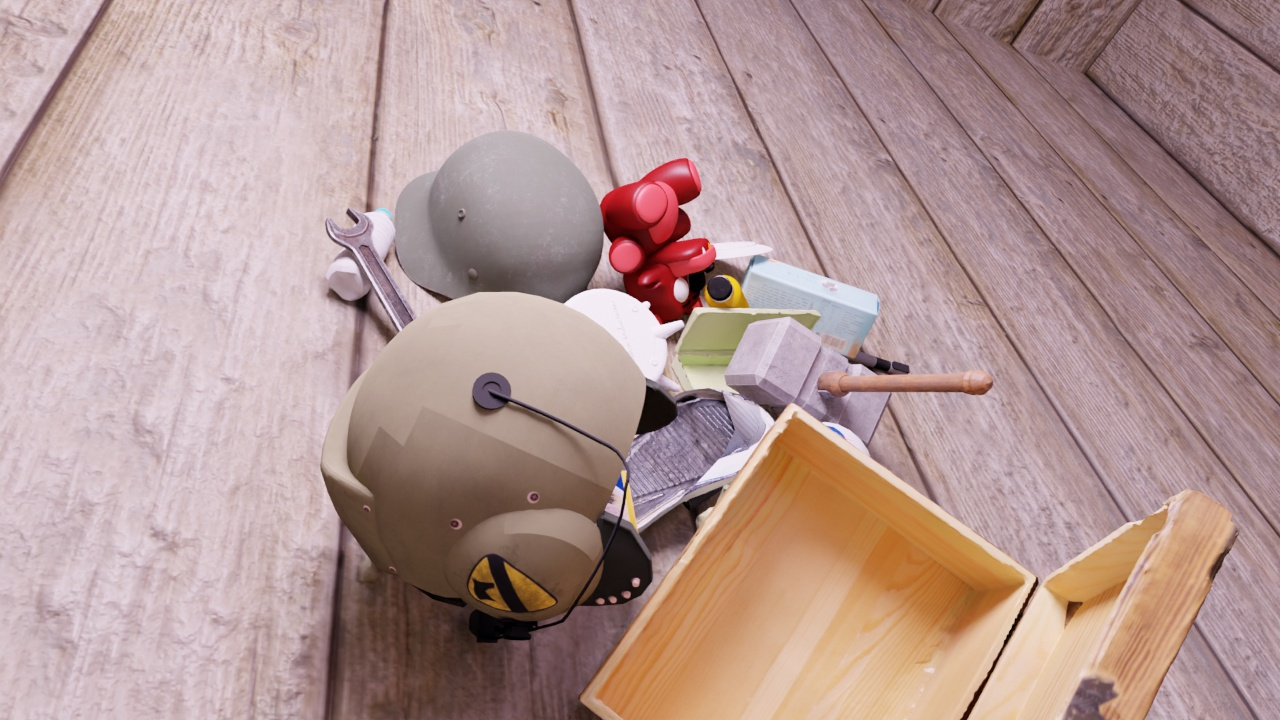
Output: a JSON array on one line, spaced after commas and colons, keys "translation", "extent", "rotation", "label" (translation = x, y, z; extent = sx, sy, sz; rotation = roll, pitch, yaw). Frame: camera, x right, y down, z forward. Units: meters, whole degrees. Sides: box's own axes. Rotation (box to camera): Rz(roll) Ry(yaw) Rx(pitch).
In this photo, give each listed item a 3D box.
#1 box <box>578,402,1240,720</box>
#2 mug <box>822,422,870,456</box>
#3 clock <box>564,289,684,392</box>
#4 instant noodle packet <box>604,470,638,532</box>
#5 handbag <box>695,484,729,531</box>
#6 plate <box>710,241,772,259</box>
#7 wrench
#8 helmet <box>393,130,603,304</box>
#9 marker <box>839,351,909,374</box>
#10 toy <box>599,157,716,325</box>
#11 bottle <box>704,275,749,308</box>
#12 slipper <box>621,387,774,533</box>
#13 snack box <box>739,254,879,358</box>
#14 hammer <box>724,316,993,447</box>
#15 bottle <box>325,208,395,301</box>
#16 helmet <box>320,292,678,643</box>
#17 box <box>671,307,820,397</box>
[{"translation": [0.159, 0.192, 0.583], "extent": [0.286, 0.337, 0.278], "rotation": [36, 70, 6], "label": "box"}, {"translation": [0.191, 0.124, 0.936], "extent": [0.121, 0.091, 0.089], "rotation": [9, 24, 35], "label": "mug"}, {"translation": [-0.037, -0.012, 0.947], "extent": [0.160, 0.073, 0.125], "rotation": [-10, 70, -27], "label": "clock"}, {"translation": [-0.071, 0.142, 0.787], "extent": [0.134, 0.026, 0.087], "rotation": [-6, 58, -10], "label": "instant noodle packet"}, {"translation": [0.135, 0.185, 0.825], "extent": [0.186, 0.113, 0.116], "rotation": [19, 10, 5], "label": "handbag"}, {"translation": [0.105, -0.145, 1.200], "extent": [0.134, 0.011, 0.134], "rotation": [-5, 11, 1], "label": "plate"}, {"translation": [-0.229, -0.040, 0.891], "extent": [0.069, 0.010, 0.273], "rotation": [-18, 69, -49], "label": "wrench"}, {"translation": [-0.132, -0.151, 1.011], "extent": [0.226, 0.154, 0.267], "rotation": [-10, 68, -40], "label": "helmet"}, {"translation": [0.296, -0.003, 1.226], "extent": [0.140, 0.016, 0.016], "rotation": [16, 39, -16], "label": "marker"}, {"translation": [0.027, -0.123, 1.072], "extent": [0.121, 0.197, 0.158], "rotation": [-5, 23, 29], "label": "toy"}, {"translation": [0.103, -0.072, 1.097], "extent": [0.043, 0.043, 0.143], "rotation": [41, 2, 15], "label": "bottle"}, {"translation": [0.019, 0.107, 0.889], "extent": [0.263, 0.063, 0.111], "rotation": [-27, 65, -33], "label": "slipper"}, {"translation": [0.213, -0.070, 1.183], "extent": [0.174, 0.075, 0.053], "rotation": [18, 39, 1], "label": "snack box"}, {"translation": [0.231, 0.023, 0.913], "extent": [0.162, 0.318, 0.082], "rotation": [31, 77, -18], "label": "hammer"}, {"translation": [-0.288, -0.117, 0.961], "extent": [0.044, 0.044, 0.136], "rotation": [20, 38, -12], "label": "bottle"}, {"translation": [-0.105, 0.072, 0.669], "extent": [0.233, 0.256, 0.249], "rotation": [26, 36, -10], "label": "helmet"}, {"translation": [0.135, 0.000, 1.070], "extent": [0.187, 0.098, 0.082], "rotation": [-2, 47, -30], "label": "box"}]
